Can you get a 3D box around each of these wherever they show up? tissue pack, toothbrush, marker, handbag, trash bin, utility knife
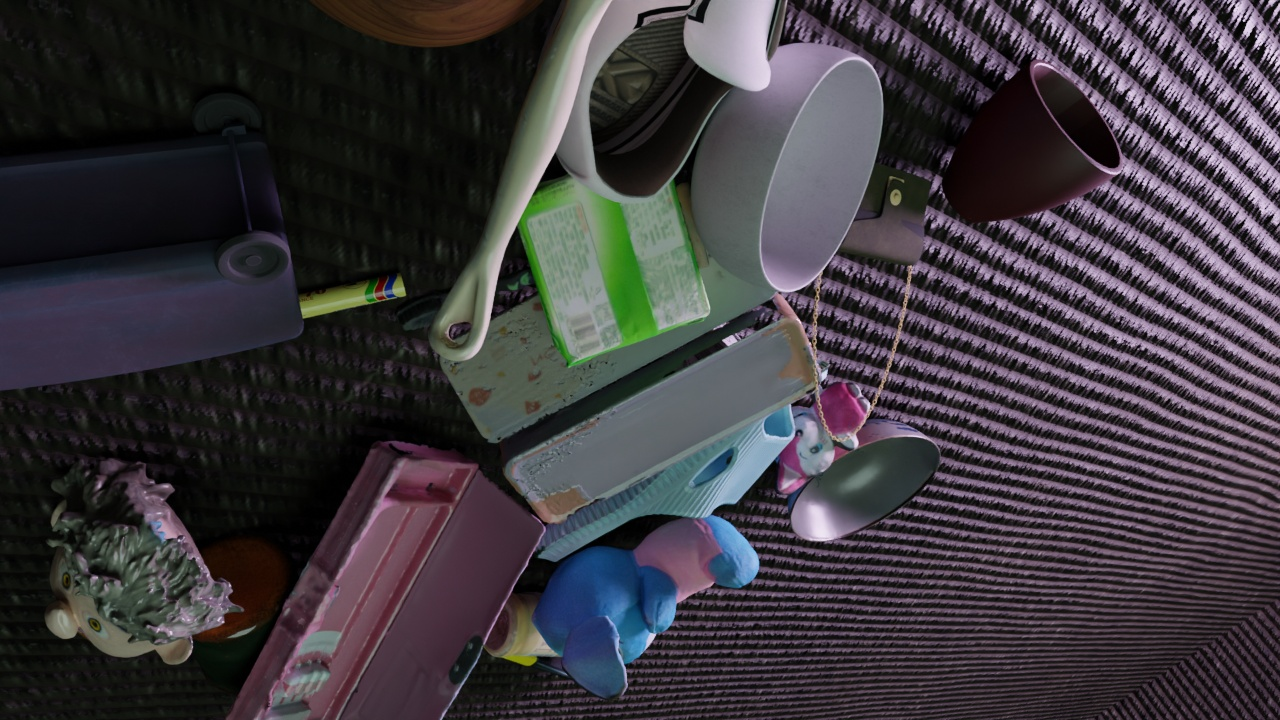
[{"bbox_3d":[-0.014,-0.059,0.529,0.099,0.034,0.114,-19,109,-7],"label":"tissue pack"},{"bbox_3d":[-0.056,-0.053,0.549,0.188,0.017,0.014,-18,141,-2],"label":"toothbrush"},{"bbox_3d":[-0.198,-0.028,0.511,0.132,0.014,0.014,-14,140,-14],"label":"marker"},{"bbox_3d":[0.146,-0.036,0.598,0.084,0.027,0.178,6,94,-33],"label":"handbag"},{"bbox_3d":[-0.242,-0.047,0.406,0.160,0.093,0.092,-12,148,-20],"label":"trash bin"},{"bbox_3d":[-0.096,0.298,0.917,0.020,0.028,0.198,-31,140,12],"label":"utility knife"}]

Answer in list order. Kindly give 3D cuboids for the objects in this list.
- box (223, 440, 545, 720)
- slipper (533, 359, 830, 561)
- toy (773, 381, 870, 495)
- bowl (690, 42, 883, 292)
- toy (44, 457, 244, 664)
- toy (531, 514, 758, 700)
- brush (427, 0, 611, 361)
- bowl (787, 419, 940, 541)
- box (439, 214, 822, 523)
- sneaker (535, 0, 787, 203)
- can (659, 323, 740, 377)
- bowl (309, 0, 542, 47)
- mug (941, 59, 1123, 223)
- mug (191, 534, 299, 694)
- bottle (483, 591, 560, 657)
[{"bbox_3d":[-0.165,0.180,0.609,0.232,0.115,0.099,-60,151,3],"label":"box"},{"bbox_3d":[0.036,0.092,0.705,0.277,0.069,0.115,-35,169,16],"label":"slipper"},{"bbox_3d":[0.136,0.057,0.745,0.103,0.065,0.050,-42,139,21],"label":"toy"},{"bbox_3d":[0.074,-0.109,0.508,0.131,0.064,0.132,-38,142,-38],"label":"bowl"},{"bbox_3d":[-0.323,0.135,0.561,0.176,0.132,0.076,-39,173,38],"label":"toy"},{"bbox_3d":[0.005,0.187,0.741,0.191,0.099,0.224,-24,180,-2],"label":"toy"},{"bbox_3d":[-0.037,-0.109,0.390,0.077,0.062,0.273,-11,137,-53],"label":"brush"},{"bbox_3d":[0.189,0.097,0.824,0.150,0.056,0.151,-15,139,-13],"label":"bowl"},{"bbox_3d":[-0.003,0.004,0.593,0.216,0.063,0.157,-27,107,4],"label":"box"},{"bbox_3d":[0.036,-0.171,0.413,0.091,0.097,0.246,16,126,-40],"label":"sneaker"},{"bbox_3d":[0.026,0.017,0.659,0.107,0.044,0.044,-44,138,21],"label":"can"},{"bbox_3d":[-0.079,-0.183,0.360,0.147,0.068,0.147,-15,140,-13],"label":"bowl"},{"bbox_3d":[0.249,-0.134,0.598,0.113,0.087,0.089,-31,174,-46],"label":"mug"},{"bbox_3d":[-0.263,0.172,0.644,0.111,0.085,0.081,-15,138,-16],"label":"mug"},{"bbox_3d":[-0.068,0.247,0.854,0.162,0.056,0.057,16,125,-40],"label":"bottle"}]
